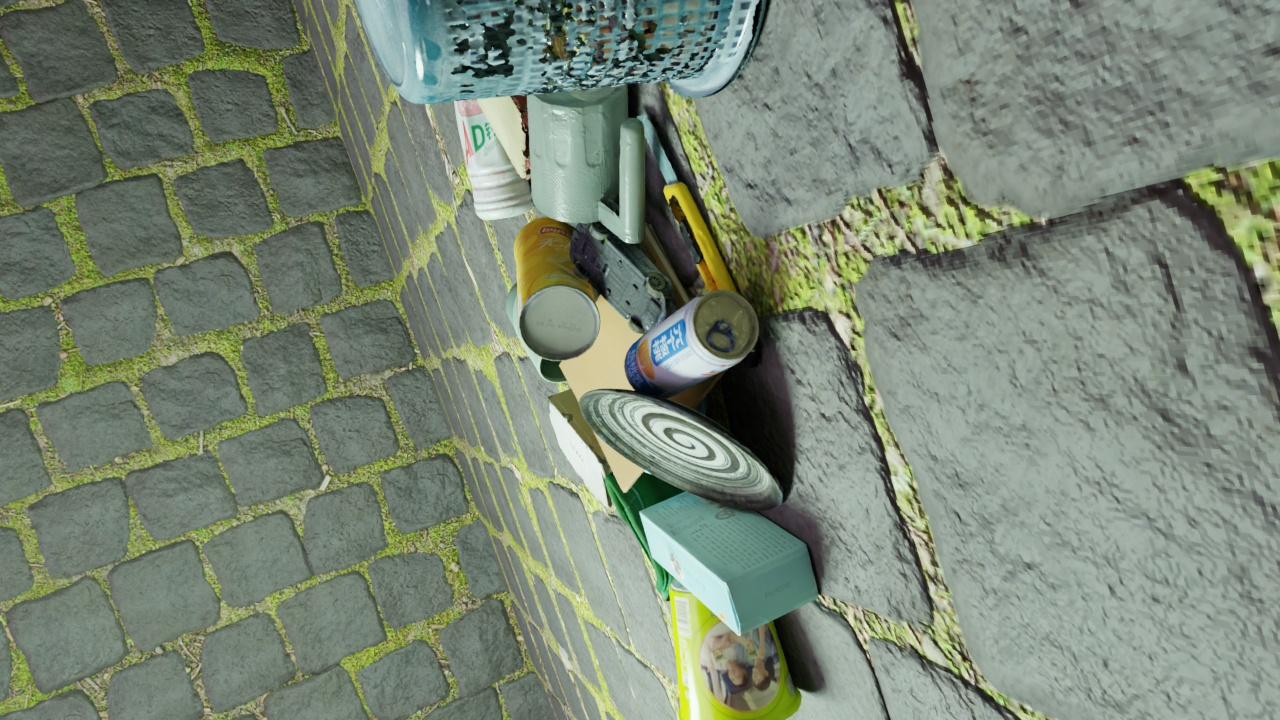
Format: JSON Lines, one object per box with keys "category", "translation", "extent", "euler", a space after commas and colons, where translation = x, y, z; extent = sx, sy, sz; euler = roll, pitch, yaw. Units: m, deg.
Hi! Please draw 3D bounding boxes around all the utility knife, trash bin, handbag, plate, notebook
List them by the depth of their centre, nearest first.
{"category": "trash bin", "translation": [-0.066, -0.246, 0.531], "extent": [0.226, 0.194, 0.227], "euler": [55, 157, 38]}
{"category": "utility knife", "translation": [0.039, -0.092, 0.678], "extent": [0.215, 0.015, 0.033], "euler": [66, 158, 10]}
{"category": "plate", "translation": [0.033, 0.066, 0.729], "extent": [0.179, 0.024, 0.180], "euler": [24, 158, 10]}
{"category": "notebook", "translation": [-0.005, 0.005, 0.810], "extent": [0.149, 0.012, 0.212], "euler": [62, 143, 23]}
{"category": "handbag", "translation": [0.017, 0.170, 0.934], "extent": [0.131, 0.068, 0.120], "euler": [55, 158, 37]}

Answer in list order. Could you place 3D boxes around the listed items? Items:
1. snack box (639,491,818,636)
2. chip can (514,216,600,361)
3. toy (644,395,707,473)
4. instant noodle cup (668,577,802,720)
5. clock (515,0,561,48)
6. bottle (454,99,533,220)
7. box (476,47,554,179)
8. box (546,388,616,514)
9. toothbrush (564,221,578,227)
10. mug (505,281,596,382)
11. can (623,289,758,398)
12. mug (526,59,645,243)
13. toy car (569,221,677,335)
{"category": "snack box", "translation": [0.068, 0.160, 0.767], "extent": [0.175, 0.074, 0.052], "euler": [23, 132, 66]}
{"category": "chip can", "translation": [-0.082, -0.074, 0.859], "extent": [0.213, 0.072, 0.072], "euler": [-108, 6, -65]}
{"category": "toy", "translation": [0.014, 0.050, 0.849], "extent": [0.156, 0.049, 0.162], "euler": [44, 142, 51]}
{"category": "instant noodle cup", "translation": [0.076, 0.247, 0.808], "extent": [0.112, 0.111, 0.123], "euler": [173, 86, -71]}
{"category": "clock", "translation": [-0.106, -0.333, 0.771], "extent": [0.161, 0.056, 0.116], "euler": [61, 161, 23]}
{"category": "bottle", "translation": [-0.169, -0.259, 1.021], "extent": [0.068, 0.068, 0.197], "euler": [-150, 47, -63]}
{"category": "box", "translation": [-0.122, -0.253, 0.869], "extent": [0.168, 0.076, 0.091], "euler": [59, 158, 30]}
{"category": "box", "translation": [-0.046, 0.100, 1.055], "extent": [0.184, 0.061, 0.090], "euler": [41, 147, 51]}
{"category": "toothbrush", "translation": [-0.062, -0.143, 0.894], "extent": [0.026, 0.027, 0.224], "euler": [46, 174, -30]}
{"category": "mug", "translation": [-0.088, -0.052, 0.998], "extent": [0.112, 0.082, 0.106], "euler": [-56, 49, 31]}
{"category": "can", "translation": [0.034, -0.009, 0.668], "extent": [0.053, 0.053, 0.135], "euler": [68, 156, 5]}
{"category": "mug", "translation": [-0.036, -0.165, 0.723], "extent": [0.124, 0.083, 0.104], "euler": [42, 147, 35]}
{"category": "toy car", "translation": [-0.013, -0.071, 0.757], "extent": [0.120, 0.036, 0.054], "euler": [48, 136, 22]}
